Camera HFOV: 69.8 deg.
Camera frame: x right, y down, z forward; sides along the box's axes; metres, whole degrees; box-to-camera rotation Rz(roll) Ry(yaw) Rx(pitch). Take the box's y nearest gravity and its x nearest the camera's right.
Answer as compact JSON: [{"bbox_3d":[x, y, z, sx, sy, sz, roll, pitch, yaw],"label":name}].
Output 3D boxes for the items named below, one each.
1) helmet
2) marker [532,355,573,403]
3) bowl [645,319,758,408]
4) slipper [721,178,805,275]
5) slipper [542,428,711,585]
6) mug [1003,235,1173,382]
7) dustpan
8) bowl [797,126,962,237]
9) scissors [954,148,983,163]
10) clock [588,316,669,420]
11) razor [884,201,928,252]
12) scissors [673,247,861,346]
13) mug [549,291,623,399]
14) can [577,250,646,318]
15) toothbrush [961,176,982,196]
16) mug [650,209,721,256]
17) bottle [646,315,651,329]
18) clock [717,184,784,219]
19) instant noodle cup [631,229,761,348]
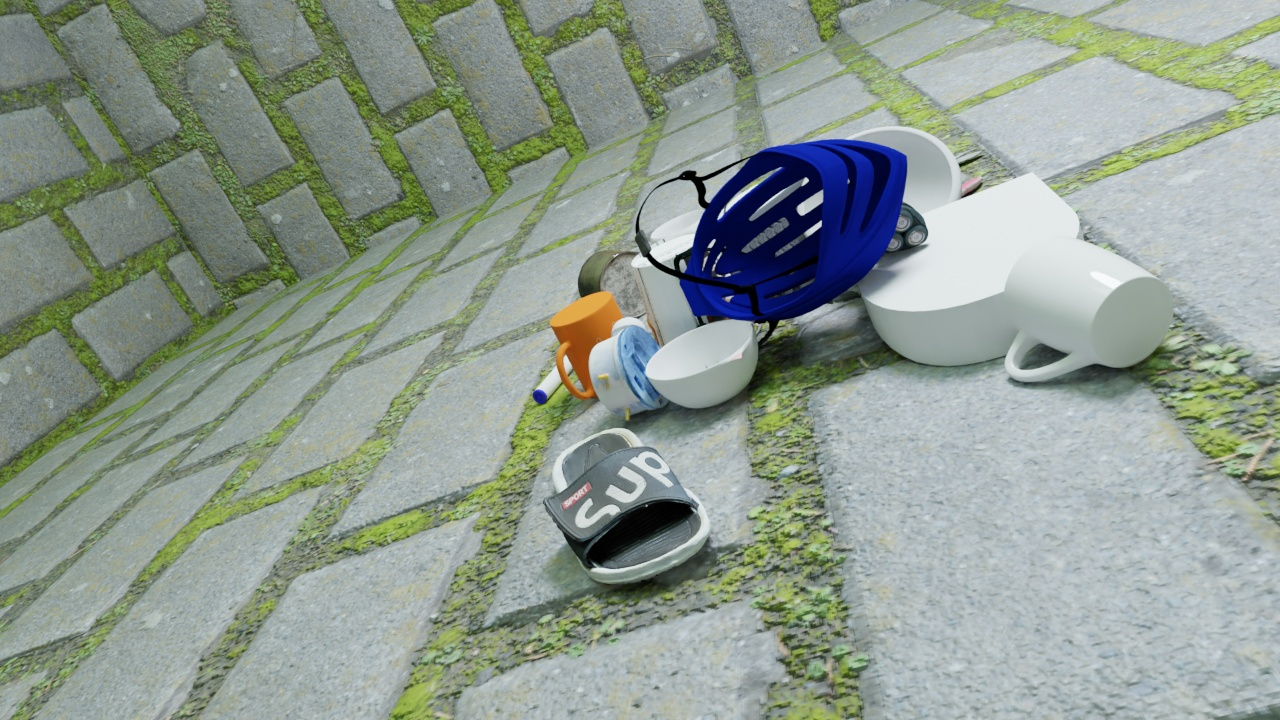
[{"bbox_3d":[0.111,-0.123,0.831,0.242,0.147,0.227,-37,-25,33],"label":"helmet"},{"bbox_3d":[-0.094,0.009,1.151,0.020,0.020,0.141,-13,24,32],"label":"marker"},{"bbox_3d":[0.067,0.010,0.903,0.115,0.050,0.114,-23,20,9],"label":"bowl"},{"bbox_3d":[0.204,-0.157,1.105,0.267,0.110,0.083,-35,-9,-19],"label":"slipper"},{"bbox_3d":[-0.025,0.105,0.772,0.111,0.063,0.264,-28,18,-5],"label":"slipper"},{"bbox_3d":[0.318,-0.028,0.673,0.114,0.081,0.087,-56,25,10],"label":"mug"},{"bbox_3d":[0.300,-0.081,0.840,0.192,0.053,0.257,-20,20,17],"label":"dustpan"},{"bbox_3d":[0.269,-0.171,1.025,0.177,0.066,0.176,-12,61,22],"label":"bowl"},{"bbox_3d":[0.368,-0.240,1.196,0.126,0.019,0.154,-3,29,44],"label":"scissors"},{"bbox_3d":[-0.006,0.006,0.952,0.052,0.089,0.125,-23,20,29],"label":"clock"},{"bbox_3d":[0.228,-0.132,0.919,0.052,0.047,0.143,-55,21,-6],"label":"razor"},{"bbox_3d":[0.135,-0.047,0.958,0.209,0.137,0.015,3,5,-3],"label":"scissors"},{"bbox_3d":[-0.057,-0.009,1.034,0.078,0.096,0.112,-7,28,42],"label":"mug"},{"bbox_3d":[-0.030,-0.104,1.244,0.089,0.090,0.075,-34,21,-19],"label":"can"},{"bbox_3d":[0.363,-0.186,1.071,0.134,0.016,0.022,-40,15,-31],"label":"toothbrush"},{"bbox_3d":[0.068,-0.168,1.310,0.094,0.068,0.115,-22,21,12],"label":"mug"},{"bbox_3d":[0.071,-0.080,1.129,0.143,0.043,0.043,-39,24,-30],"label":"bottle"},{"bbox_3d":[0.181,-0.219,1.291,0.125,0.073,0.161,-37,22,-26],"label":"clock"},{"bbox_3d":[0.054,-0.071,1.013,0.124,0.122,0.123,-23,20,9],"label":"instant noodle cup"}]
